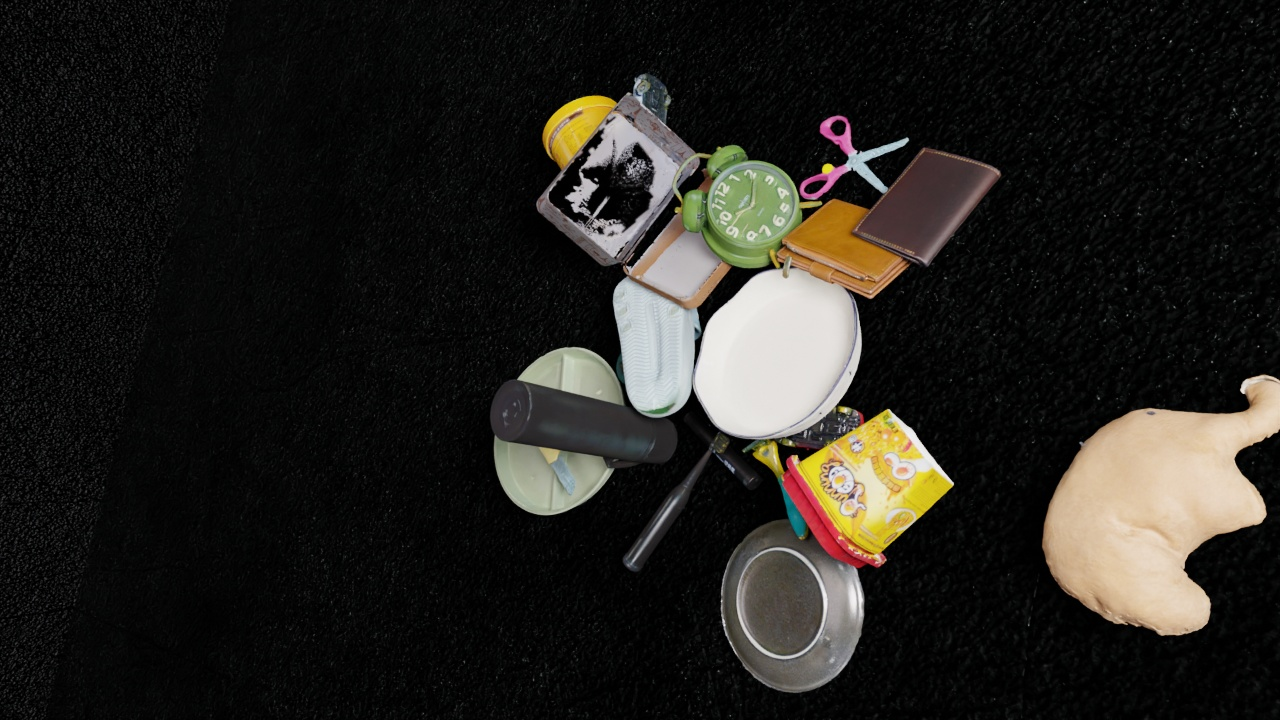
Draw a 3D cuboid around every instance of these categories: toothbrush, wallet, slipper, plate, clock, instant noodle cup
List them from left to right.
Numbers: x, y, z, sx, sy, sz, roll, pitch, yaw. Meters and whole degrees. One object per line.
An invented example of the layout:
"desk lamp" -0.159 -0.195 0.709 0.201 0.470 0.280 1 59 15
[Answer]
"plate" -0.107 0.095 1.236 0.231 0.027 0.229 -15 64 34
"instant noodle cup" -0.060 -0.278 1.253 0.119 0.118 0.114 -39 62 30
"slipper" 0.028 -0.028 1.121 0.104 0.074 0.244 -23 46 22
"toothbrush" 0.043 0.166 1.080 0.027 0.026 0.213 48 117 33
"clock" 0.111 -0.176 1.037 0.161 0.056 0.116 31 80 10
"plate" 0.151 -0.006 0.996 0.205 0.045 0.204 -24 50 32
"plate" 0.151 0.255 0.965 0.180 0.024 0.179 -14 69 40
"wallet" 0.218 -0.118 0.961 0.119 0.035 0.131 -42 44 -17
"instant noodle cup" 0.221 0.120 0.883 0.124 0.116 0.116 -40 53 14
"wallet" 0.285 -0.157 0.922 0.122 0.020 0.096 -49 45 -7

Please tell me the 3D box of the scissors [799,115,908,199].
"scissors" 0.235 -0.228 1.025 0.134 0.017 0.131 -17 65 35

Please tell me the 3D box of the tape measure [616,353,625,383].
"tape measure" -0.007 0.007 1.183 0.055 0.025 0.058 -41 53 27

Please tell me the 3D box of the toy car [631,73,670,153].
"toy car" 0.010 -0.326 1.237 0.037 0.054 0.120 -8 74 39

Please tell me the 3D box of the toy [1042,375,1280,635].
"toy" 0.412 0.100 0.727 0.143 0.082 0.226 30 97 39

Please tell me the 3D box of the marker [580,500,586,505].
"marker" -0.102 0.148 1.242 0.018 0.015 0.123 -48 51 16

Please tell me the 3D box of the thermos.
"thermos" -0.064 0.085 1.062 0.090 0.242 0.068 -50 49 21

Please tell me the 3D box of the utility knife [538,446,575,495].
"utility knife" -0.133 0.102 1.222 0.031 0.021 0.208 -50 43 14

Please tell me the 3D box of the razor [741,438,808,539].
"razor" 0.153 0.137 0.991 0.043 0.028 0.132 -39 50 21

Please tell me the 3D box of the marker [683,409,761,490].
"marker" 0.095 0.102 1.065 0.022 0.020 0.132 -38 48 -7

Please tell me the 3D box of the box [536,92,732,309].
"box" 0.017 -0.189 1.132 0.271 0.133 0.179 35 81 15

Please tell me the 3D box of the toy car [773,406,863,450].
"toy car" 0.187 0.071 0.974 0.106 0.031 0.049 3 77 44
